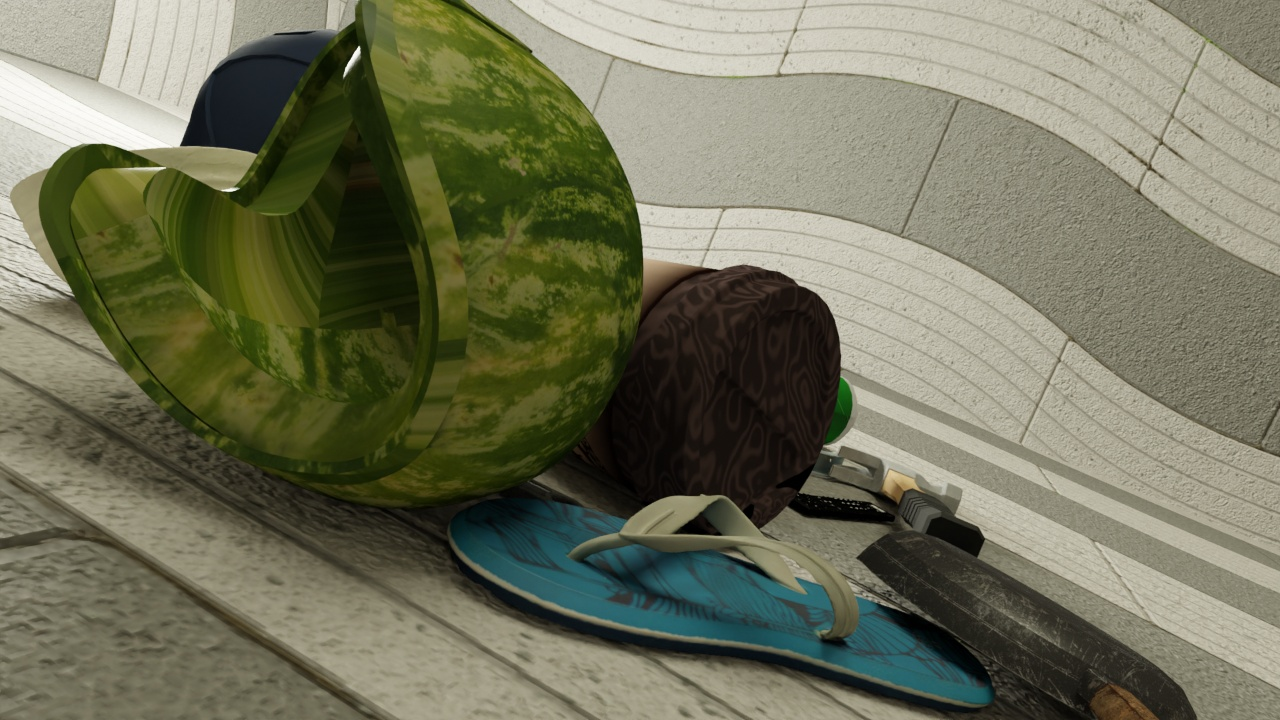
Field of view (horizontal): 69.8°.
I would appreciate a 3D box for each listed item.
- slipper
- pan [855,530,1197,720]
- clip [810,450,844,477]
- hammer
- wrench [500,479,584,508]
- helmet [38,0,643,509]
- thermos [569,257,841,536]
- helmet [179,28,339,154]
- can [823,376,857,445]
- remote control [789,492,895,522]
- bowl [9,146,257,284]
[{"bbox_3d":[0.052,0.104,0.454,0.294,0.060,0.118,19,5,-16],"label":"slipper"},{"bbox_3d":[0.222,0.157,0.463,0.207,0.040,0.357,29,1,2],"label":"pan"},{"bbox_3d":[0.142,0.085,0.942,0.165,0.032,0.164,18,8,-15],"label":"clip"},{"bbox_3d":[0.238,0.124,0.796,0.131,0.039,0.328,22,3,7],"label":"hammer"},{"bbox_3d":[-0.155,0.033,0.539,0.273,0.018,0.073,24,8,10],"label":"wrench"},{"bbox_3d":[-0.107,-0.051,0.446,0.243,0.213,0.246,63,18,-12],"label":"helmet"},{"bbox_3d":[-0.004,0.004,0.628,0.226,0.173,0.172,20,5,40],"label":"thermos"},{"bbox_3d":[-0.268,-0.171,0.827,0.272,0.224,0.231,46,23,1],"label":"helmet"},{"bbox_3d":[0.181,0.046,1.078,0.139,0.088,0.088,17,9,-32],"label":"can"},{"bbox_3d":[0.172,0.127,0.791,0.140,0.009,0.030,14,11,-44],"label":"remote control"},{"bbox_3d":[-0.299,-0.075,0.577,0.151,0.075,0.151,-14,0,0],"label":"bowl"}]
